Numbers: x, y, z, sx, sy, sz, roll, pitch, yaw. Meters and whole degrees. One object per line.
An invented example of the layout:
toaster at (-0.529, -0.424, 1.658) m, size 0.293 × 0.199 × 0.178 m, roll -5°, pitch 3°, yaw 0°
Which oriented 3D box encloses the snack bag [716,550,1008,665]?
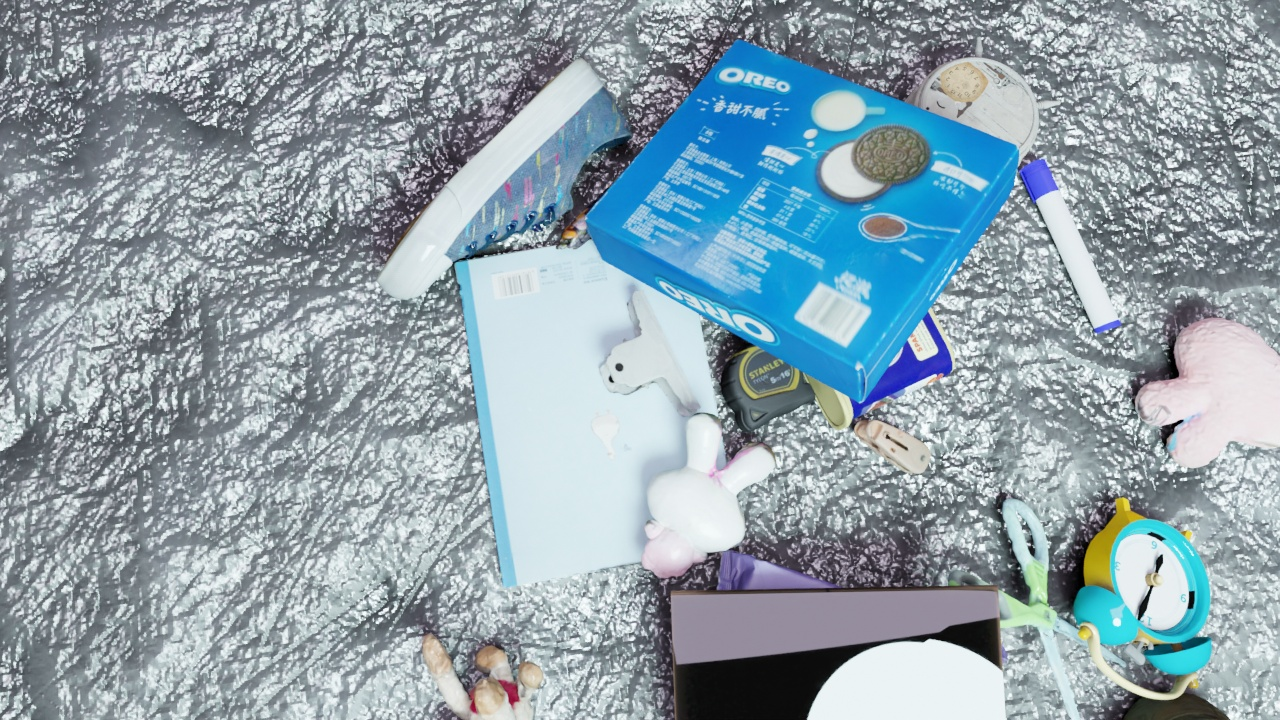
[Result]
snack bag at (0.142, 0.208, 0.634) m, size 0.205 × 0.058 × 0.096 m, roll 18°, pitch 76°, yaw 6°

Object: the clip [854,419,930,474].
clip at (0.184, 0.063, 0.683) m, size 0.052 × 0.059 × 0.026 m, roll 15°, pitch 74°, yaw 44°

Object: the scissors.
scissors at (0.279, 0.173, 0.635) m, size 0.171 × 0.023 × 0.171 m, roll 29°, pitch 46°, yaw -20°

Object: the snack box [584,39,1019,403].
snack box at (0.109, -0.110, 0.654) m, size 0.239 × 0.056 × 0.195 m, roll 32°, pitch 75°, yaw 27°

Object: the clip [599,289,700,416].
clip at (-0.002, 0.004, 0.687) m, size 0.055 × 0.045 × 0.101 m, roll -23°, pitch 79°, yaw -13°

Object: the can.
can at (0.164, -0.020, 0.680) m, size 0.092 × 0.056 × 0.116 m, roll -24°, pitch 80°, yaw -6°

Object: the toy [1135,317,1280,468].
toy at (0.424, 0.028, 0.674) m, size 0.105 × 0.053 × 0.108 m, roll -34°, pitch 81°, yaw 5°

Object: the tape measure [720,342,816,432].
tape measure at (0.091, 0.017, 0.684) m, size 0.061 × 0.034 × 0.061 m, roll -21°, pitch 83°, yaw -16°

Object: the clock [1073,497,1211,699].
clock at (0.352, 0.168, 0.641) m, size 0.099 × 0.044 × 0.129 m, roll 25°, pitch 65°, yaw -8°

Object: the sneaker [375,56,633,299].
sneaker at (-0.099, -0.124, 0.699) m, size 0.079 × 0.087 × 0.235 m, roll 44°, pitch 77°, yaw -13°

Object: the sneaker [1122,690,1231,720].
sneaker at (0.335, 0.328, 0.565) m, size 0.101 × 0.143 × 0.237 m, roll 29°, pitch 80°, yaw 5°

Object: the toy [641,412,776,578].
toy at (0.042, 0.100, 0.657) m, size 0.079 × 0.038 × 0.122 m, roll 34°, pitch 80°, yaw -8°

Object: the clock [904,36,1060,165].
clock at (0.241, -0.169, 0.707) m, size 0.103 × 0.061 × 0.156 m, roll 43°, pitch 80°, yaw 8°

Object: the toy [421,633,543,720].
toy at (-0.114, 0.245, 0.627) m, size 0.085 × 0.074 × 0.106 m, roll 16°, pitch 100°, yaw 34°

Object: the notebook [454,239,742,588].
notebook at (-0.035, 0.029, 0.694) m, size 0.181 × 0.009 × 0.253 m, roll -9°, pitch 79°, yaw -2°

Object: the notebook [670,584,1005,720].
notebook at (0.127, 0.218, 0.592) m, size 0.209 × 0.008 × 0.141 m, roll -2°, pitch 86°, yaw 5°

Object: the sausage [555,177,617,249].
sausage at (-0.011, -0.137, 0.717) m, size 0.020 × 0.020 × 0.155 m, roll 41°, pitch 77°, yaw 8°

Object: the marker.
marker at (0.333, -0.089, 0.712) m, size 0.020 × 0.020 × 0.141 m, roll -19°, pitch 79°, yaw -4°
